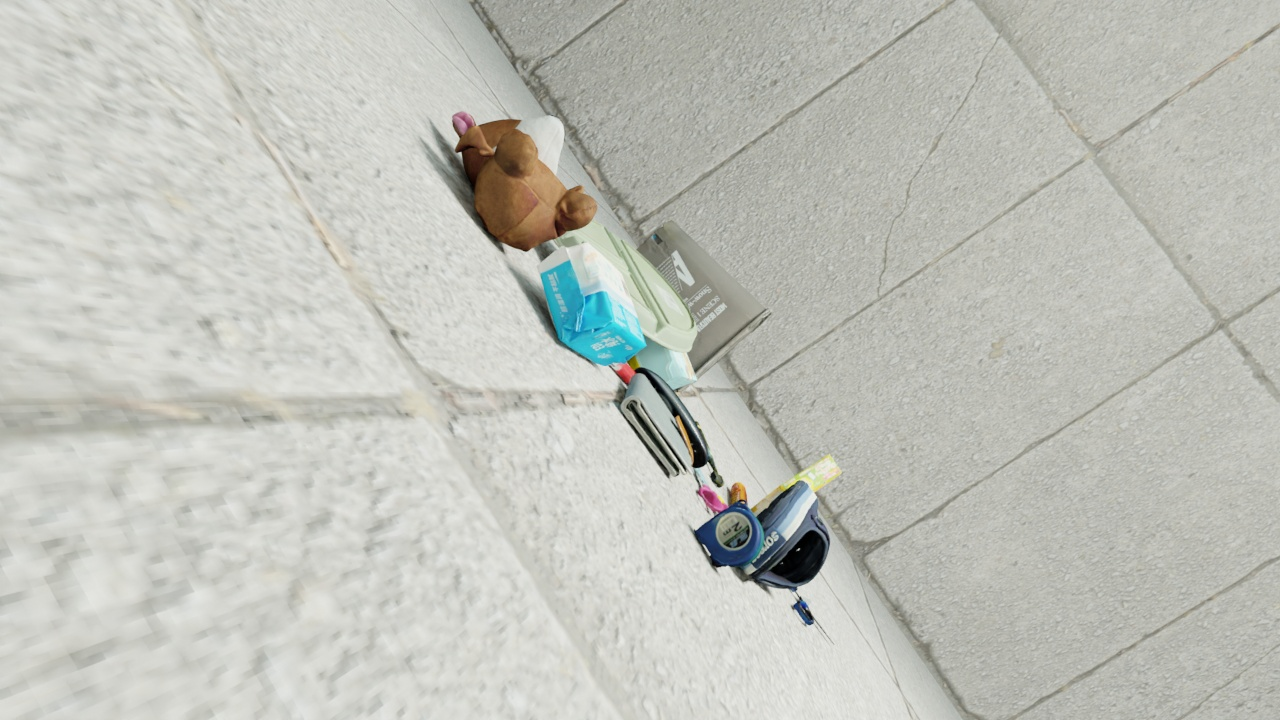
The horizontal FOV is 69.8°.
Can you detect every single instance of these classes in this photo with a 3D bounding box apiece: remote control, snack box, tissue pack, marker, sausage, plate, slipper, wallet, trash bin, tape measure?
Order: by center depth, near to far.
[{"bbox_3d":[0.086,0.163,0.845,0.054,0.058,0.025,57,7,30],"label":"tape measure"},{"bbox_3d":[-0.047,-0.050,0.894,0.140,0.063,0.090,34,36,-70],"label":"tissue pack"},{"bbox_3d":[0.023,0.067,0.968,0.106,0.037,0.129,54,7,-6],"label":"wallet"},{"bbox_3d":[-0.046,-0.021,0.995,0.145,0.017,0.017,49,9,-42],"label":"marker"},{"bbox_3d":[0.167,0.201,1.022,0.095,0.105,0.252,49,8,13],"label":"slipper"},{"bbox_3d":[0.037,0.063,1.055,0.136,0.024,0.053,56,-32,0],"label":"remote control"},{"bbox_3d":[-0.013,-0.100,1.128,0.230,0.027,0.229,40,18,-16],"label":"plate"},{"bbox_3d":[0.131,0.185,1.212,0.021,0.021,0.165,55,6,-1],"label":"sausage"},{"bbox_3d":[0.201,0.178,1.220,0.033,0.086,0.141,57,-24,12],"label":"snack box"},{"bbox_3d":[0.033,0.000,1.255,0.174,0.052,0.074,16,53,-80],"label":"snack box"},{"bbox_3d":[0.072,-0.092,1.498,0.220,0.199,0.198,49,6,4],"label":"trash bin"}]

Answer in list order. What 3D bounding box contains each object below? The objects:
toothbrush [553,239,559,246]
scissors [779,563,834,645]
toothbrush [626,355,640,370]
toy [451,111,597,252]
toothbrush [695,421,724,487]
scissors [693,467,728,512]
[{"bbox_3d":[-0.089,-0.139,1.281,0.189,0.029,0.020,51,48,-18],"label":"toothbrush"},{"bbox_3d":[0.206,0.306,1.189,0.162,0.012,0.176,56,6,10],"label":"scissors"},{"bbox_3d":[-0.007,0.007,1.149,0.016,0.016,0.190,55,5,-47],"label":"toothbrush"},{"bbox_3d":[-0.122,-0.193,0.919,0.140,0.130,0.199,44,2,-30],"label":"toy"},{"bbox_3d":[0.090,0.125,1.266,0.017,0.012,0.185,41,11,-20],"label":"toothbrush"},{"bbox_3d":[0.070,0.141,1.056,0.076,0.017,0.137,39,11,-38],"label":"scissors"}]
